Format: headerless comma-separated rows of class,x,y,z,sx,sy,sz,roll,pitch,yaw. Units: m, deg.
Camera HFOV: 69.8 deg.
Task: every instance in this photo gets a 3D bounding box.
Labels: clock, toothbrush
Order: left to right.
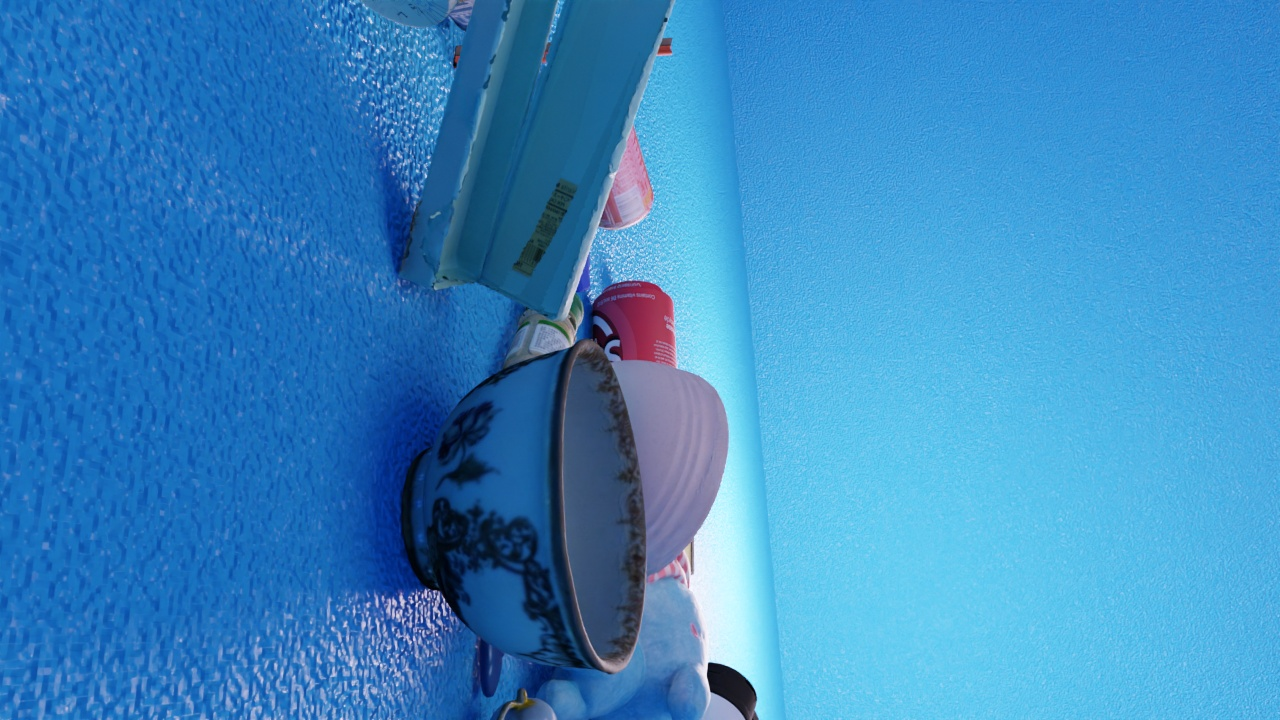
toothbrush,-0.080,0.129,0.533,0.021,0.016,0.132,69,21,-49
clock,-0.062,0.230,0.469,0.088,0.052,0.125,-73,155,-59

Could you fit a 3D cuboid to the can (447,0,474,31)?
can,-0.102,-0.248,0.530,0.059,0.054,0.100,-22,105,-76

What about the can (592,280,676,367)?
can,-0.005,0.005,0.818,0.074,0.074,0.142,56,29,-66

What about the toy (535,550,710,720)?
toy,-0.004,0.212,0.625,0.180,0.115,0.183,37,69,-65

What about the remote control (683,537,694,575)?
remote control,0.013,0.156,0.869,0.133,0.013,0.058,42,38,-43

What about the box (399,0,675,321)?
box,-0.045,-0.116,0.467,0.077,0.091,0.188,-43,153,-78

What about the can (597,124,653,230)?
can,-0.032,-0.178,0.803,0.124,0.067,0.066,68,19,-52

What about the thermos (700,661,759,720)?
thermos,0.031,0.333,0.679,0.229,0.069,0.101,-51,132,-51

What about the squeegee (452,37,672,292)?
squeegee,-0.053,-0.143,0.692,0.248,0.055,0.185,-28,122,-51

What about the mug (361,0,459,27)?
mug,-0.112,-0.227,0.427,0.122,0.081,0.097,39,60,-37

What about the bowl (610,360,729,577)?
bowl,-0.023,0.060,0.590,0.076,0.153,0.152,30,46,-33

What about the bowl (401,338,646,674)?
bowl,-0.060,0.074,0.455,0.159,0.094,0.160,-6,89,-79

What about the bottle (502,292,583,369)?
bottle,-0.066,-0.008,0.608,0.109,0.043,0.043,-80,160,-54
